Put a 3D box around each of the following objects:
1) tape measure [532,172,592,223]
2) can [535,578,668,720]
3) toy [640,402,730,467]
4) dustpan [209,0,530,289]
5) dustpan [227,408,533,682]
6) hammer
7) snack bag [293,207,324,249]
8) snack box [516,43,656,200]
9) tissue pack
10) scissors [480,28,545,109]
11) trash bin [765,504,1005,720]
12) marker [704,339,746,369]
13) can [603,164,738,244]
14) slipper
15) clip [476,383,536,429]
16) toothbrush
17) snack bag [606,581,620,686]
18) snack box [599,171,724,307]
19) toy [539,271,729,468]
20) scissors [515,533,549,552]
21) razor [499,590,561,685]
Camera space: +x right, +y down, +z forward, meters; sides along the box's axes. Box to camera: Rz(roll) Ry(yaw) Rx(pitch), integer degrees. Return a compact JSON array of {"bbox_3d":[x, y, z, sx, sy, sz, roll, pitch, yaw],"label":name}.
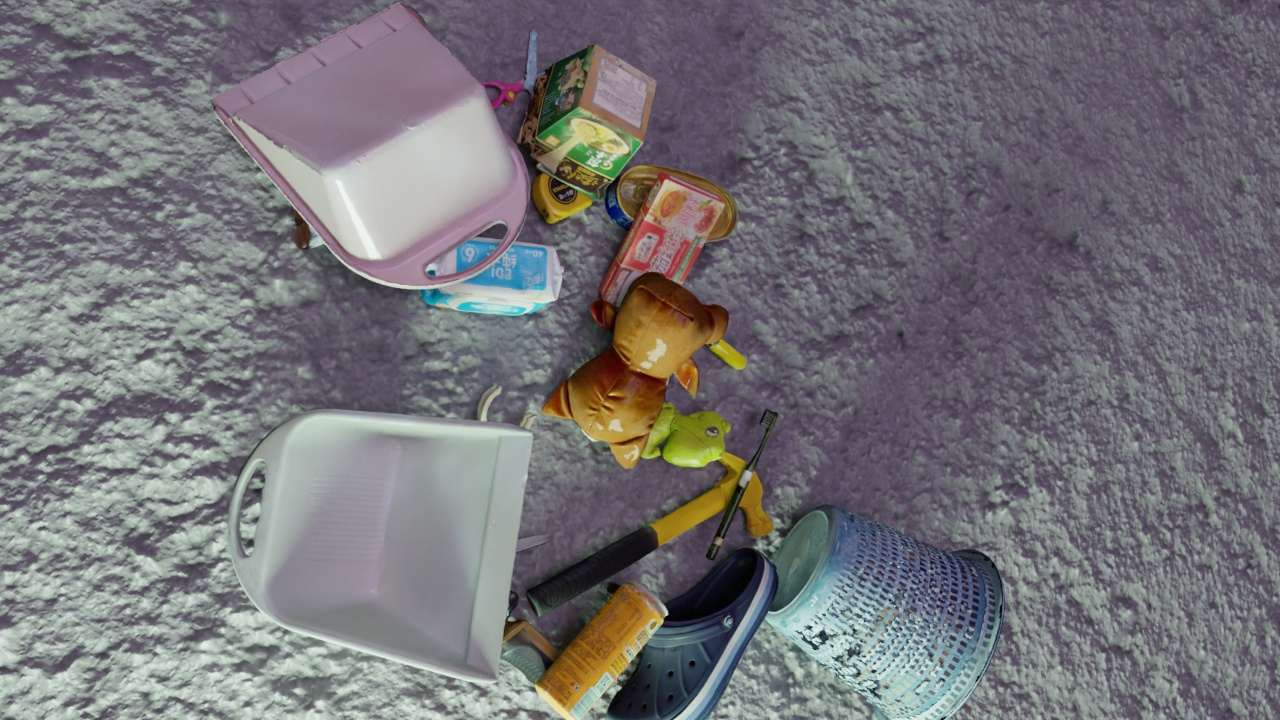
[{"bbox_3d":[-0.089,-0.178,0.983,0.059,0.029,0.057,-33,98,-36],"label":"tape measure"},{"bbox_3d":[-0.039,0.294,0.933,0.145,0.058,0.058,-45,105,-22],"label":"can"},{"bbox_3d":[0.046,0.084,1.014,0.100,0.031,0.096,39,68,22],"label":"toy"},{"bbox_3d":[-0.241,-0.195,0.876,0.222,0.273,0.139,-34,142,-17],"label":"dustpan"},{"bbox_3d":[-0.247,0.151,0.821,0.142,0.258,0.222,13,83,-46],"label":"dustpan"},{"bbox_3d":[0.011,0.193,1.006,0.300,0.033,0.129,-25,97,-25],"label":"hammer"},{"bbox_3d":[-0.285,-0.130,0.901,0.105,0.026,0.045,0,92,-21],"label":"snack bag"},{"bbox_3d":[-0.046,-0.252,0.946,0.117,0.106,0.118,23,68,-29],"label":"snack box"},{"bbox_3d":[-0.152,-0.082,0.921,0.140,0.090,0.063,4,82,-23],"label":"tissue pack"},{"bbox_3d":[-0.115,-0.287,0.985,0.133,0.017,0.125,-38,101,-23],"label":"scissors"},{"bbox_3d":[0.255,0.270,1.032,0.195,0.227,0.226,31,77,-6],"label":"trash bin"},{"bbox_3d":[0.072,-0.029,1.056,0.124,0.015,0.018,37,74,-14],"label":"marker"},{"bbox_3d":[0.034,-0.171,1.024,0.148,0.049,0.074,10,84,-22],"label":"can"},{"bbox_3d":[0.053,0.300,0.987,0.095,0.105,0.252,47,72,-16],"label":"slipper"},{"bbox_3d":[-0.146,0.077,0.950,0.096,0.035,0.101,14,87,-20],"label":"clip"},{"bbox_3d":[0.113,0.138,1.034,0.017,0.012,0.185,31,74,-15],"label":"toothbrush"},{"bbox_3d":[-0.031,0.294,0.987,0.048,0.026,0.104,30,58,-24],"label":"snack bag"},{"bbox_3d":[0.022,-0.120,0.988,0.075,0.025,0.153,19,115,-23],"label":"snack box"},{"bbox_3d":[-0.006,0.006,0.963,0.140,0.130,0.199,32,95,15],"label":"toy"},{"bbox_3d":[-0.172,0.215,0.947,0.174,0.012,0.105,15,81,-23],"label":"scissors"},{"bbox_3d":[-0.111,0.301,0.953,0.167,0.062,0.067,48,41,-20],"label":"razor"}]
